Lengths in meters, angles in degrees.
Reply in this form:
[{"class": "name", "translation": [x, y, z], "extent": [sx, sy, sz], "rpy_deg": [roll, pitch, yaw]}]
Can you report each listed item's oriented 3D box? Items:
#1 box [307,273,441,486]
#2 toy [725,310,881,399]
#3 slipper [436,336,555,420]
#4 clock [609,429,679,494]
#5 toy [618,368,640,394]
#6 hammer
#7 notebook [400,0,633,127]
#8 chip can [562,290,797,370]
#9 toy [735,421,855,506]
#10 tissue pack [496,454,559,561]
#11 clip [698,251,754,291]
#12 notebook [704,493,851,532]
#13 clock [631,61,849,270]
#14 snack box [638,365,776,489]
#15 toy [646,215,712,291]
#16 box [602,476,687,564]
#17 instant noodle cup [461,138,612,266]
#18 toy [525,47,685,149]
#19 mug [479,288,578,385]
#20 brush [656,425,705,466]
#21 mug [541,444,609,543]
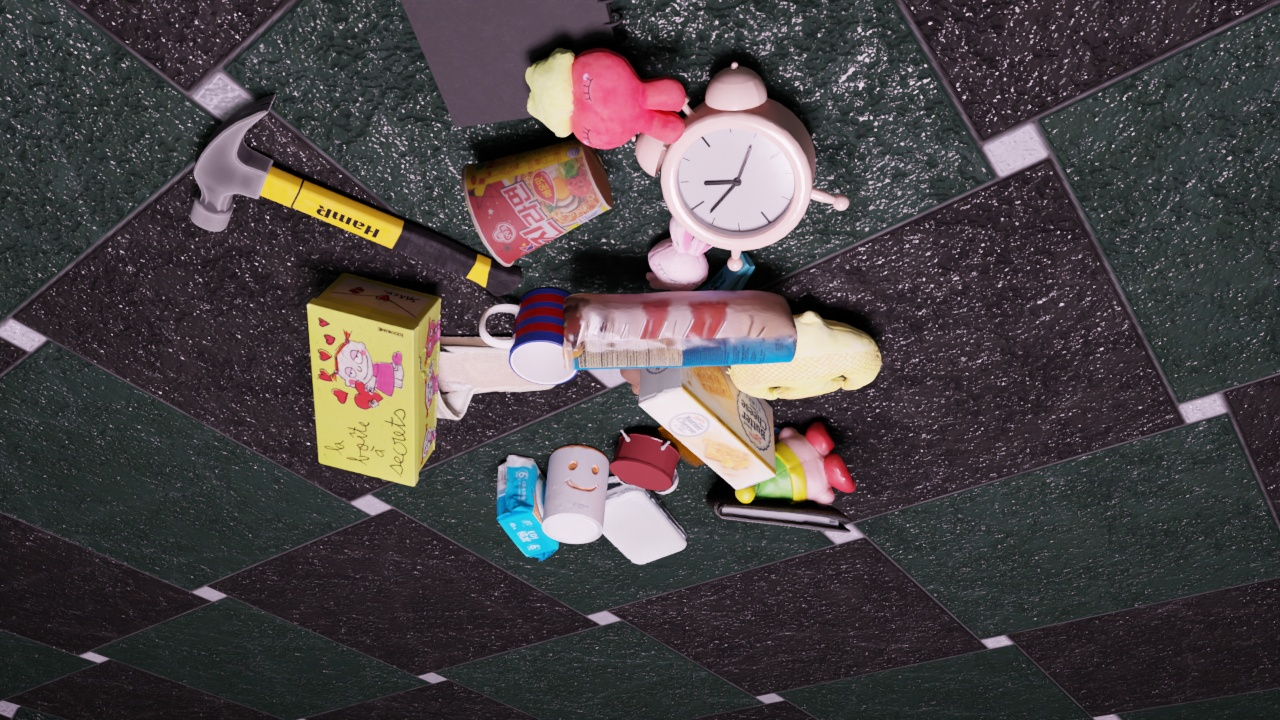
[{"class": "box", "translation": [-0.290, 0.026, 1.009], "extent": [0.124, 0.079, 0.221], "rpy_deg": [16, 123, 4]}, {"class": "toy", "translation": [0.177, -0.002, 1.011], "extent": [0.171, 0.064, 0.155], "rpy_deg": [-6, 145, 13]}, {"class": "slipper", "translation": [-0.227, 0.020, 1.079], "extent": [0.273, 0.053, 0.114], "rpy_deg": [-6, 135, 11]}, {"class": "clock", "translation": [0.006, 0.136, 1.192], "extent": [0.087, 0.044, 0.125], "rpy_deg": [13, 152, 12]}, {"class": "toy", "translation": [-0.006, 0.006, 1.049], "extent": [0.102, 0.041, 0.055], "rpy_deg": [44, 165, -27]}, {"class": "hammer", "translation": [-0.266, -0.139, 0.905], "extent": [0.324, 0.034, 0.170], "rpy_deg": [22, 136, -23]}, {"class": "notebook", "translation": [-0.105, -0.290, 0.715], "extent": [0.169, 0.019, 0.232], "rpy_deg": [-5, 140, 11]}, {"class": "chip can", "translation": [0.037, -0.031, 0.913], "extent": [0.229, 0.079, 0.080], "rpy_deg": [-2, 141, -3]}, {"class": "toy", "translation": [0.180, 0.131, 1.130], "extent": [0.131, 0.124, 0.096], "rpy_deg": [-28, 162, 13]}, {"class": "tissue pack", "translation": [-0.151, 0.203, 1.264], "extent": [0.062, 0.092, 0.144], "rpy_deg": [-12, 139, 8]}, {"class": "clip", "translation": [0.065, -0.057, 0.965], "extent": [0.118, 0.033, 0.120], "rpy_deg": [-14, 144, -4]}, {"class": "notebook", "translation": [0.175, 0.195, 1.194], "extent": [0.169, 0.029, 0.209], "rpy_deg": [4, 179, 0]}, {"class": "clock", "translation": [0.087, -0.172, 0.811], "extent": [0.131, 0.086, 0.160], "rpy_deg": [-29, 122, 33]}, {"class": "snack box", "translation": [0.080, 0.053, 1.051], "extent": [0.058, 0.104, 0.208], "rpy_deg": [-23, 134, 28]}, {"class": "toy", "translation": [0.043, -0.104, 0.910], "extent": [0.063, 0.047, 0.110], "rpy_deg": [7, 138, -18]}, {"class": "box", "translation": [-0.007, 0.237, 1.328], "extent": [0.118, 0.063, 0.214], "rpy_deg": [-13, 137, 16]}, {"class": "instant noodle cup", "translation": [-0.089, -0.150, 0.830], "extent": [0.112, 0.100, 0.100], "rpy_deg": [-18, 137, 14]}, {"class": "toy", "translation": [-0.028, -0.211, 0.750], "extent": [0.135, 0.045, 0.092], "rpy_deg": [12, 143, 2]}, {"class": "mug", "translation": [-0.117, -0.031, 0.985], "extent": [0.112, 0.076, 0.075], "rpy_deg": [17, 139, -17]}, {"class": "brush", "translation": [0.076, 0.118, 1.199], "extent": [0.048, 0.017, 0.126], "rpy_deg": [-24, 134, 29]}, {"class": "mug", "translation": [-0.086, 0.177, 1.215], "extent": [0.082, 0.105, 0.082], "rpy_deg": [2, 141, 2]}]
